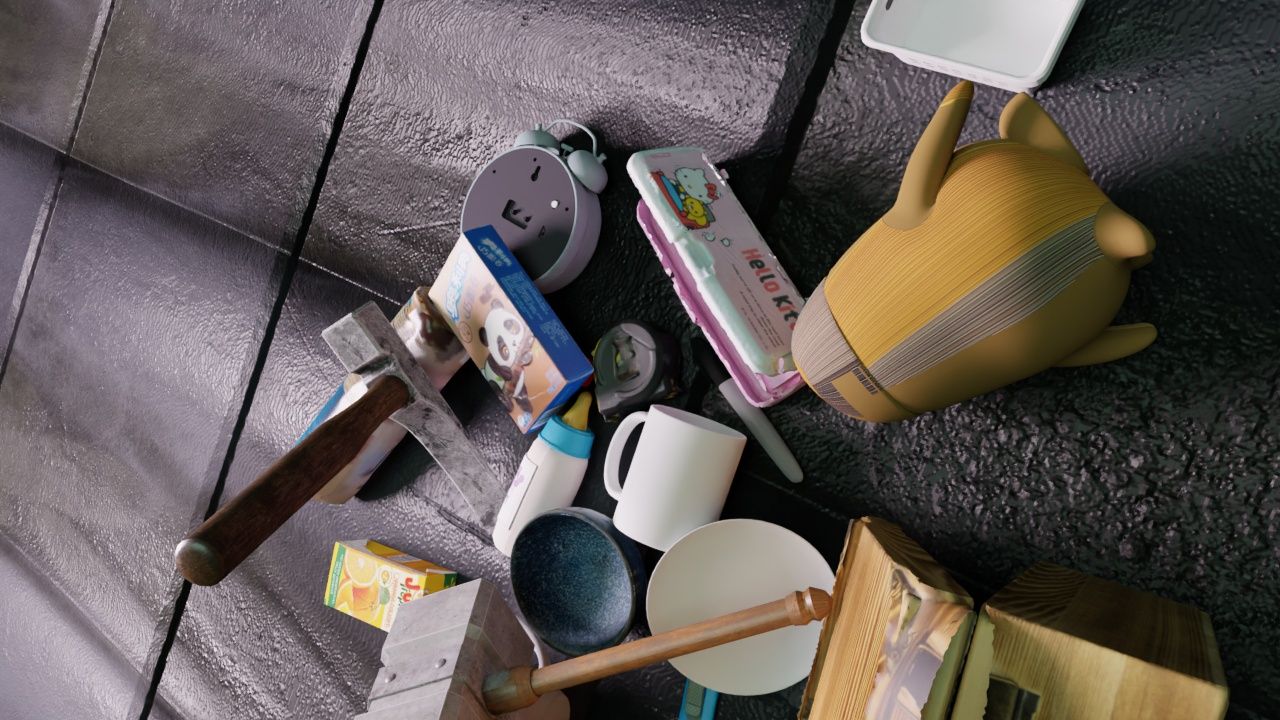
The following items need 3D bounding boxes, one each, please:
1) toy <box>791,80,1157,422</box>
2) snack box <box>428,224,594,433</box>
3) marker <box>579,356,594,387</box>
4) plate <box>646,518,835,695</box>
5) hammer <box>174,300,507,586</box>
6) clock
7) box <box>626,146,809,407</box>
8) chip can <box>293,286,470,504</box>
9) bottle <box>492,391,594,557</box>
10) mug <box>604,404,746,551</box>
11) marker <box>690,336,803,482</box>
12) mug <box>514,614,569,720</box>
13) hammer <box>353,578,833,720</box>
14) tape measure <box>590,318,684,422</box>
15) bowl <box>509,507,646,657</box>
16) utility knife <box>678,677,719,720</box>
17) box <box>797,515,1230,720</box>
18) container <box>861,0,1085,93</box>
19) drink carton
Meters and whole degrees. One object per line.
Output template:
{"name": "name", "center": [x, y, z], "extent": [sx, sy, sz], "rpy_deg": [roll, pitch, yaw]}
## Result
{"name": "toy", "center": [0.188, -0.044, 0.565], "extent": [0.204, 0.162, 0.198], "rpy_deg": [-38, 107, 24]}
{"name": "snack box", "center": [-0.108, -0.025, 0.747], "extent": [0.151, 0.034, 0.087], "rpy_deg": [54, 136, 11]}
{"name": "marker", "center": [-0.095, -0.023, 0.788], "extent": [0.145, 0.021, 0.023], "rpy_deg": [34, 71, 29]}
{"name": "plate", "center": [0.072, 0.172, 0.642], "extent": [0.134, 0.011, 0.135], "rpy_deg": [1, 104, 6]}
{"name": "hammer", "center": [-0.199, 0.094, 0.647], "extent": [0.037, 0.299, 0.218], "rpy_deg": [-29, 102, 18]}
{"name": "clock", "center": [-0.088, -0.129, 0.782], "extent": [0.122, 0.045, 0.159], "rpy_deg": [32, 99, 29]}
{"name": "box", "center": [0.056, -0.068, 0.661], "extent": [0.088, 0.095, 0.202], "rpy_deg": [-37, 67, 19]}
{"name": "chip can", "center": [-0.238, 0.040, 0.834], "extent": [0.230, 0.079, 0.080], "rpy_deg": [-48, 64, 18]}
{"name": "bottle", "center": [-0.072, 0.091, 0.743], "extent": [0.051, 0.051, 0.146], "rpy_deg": [29, 99, 30]}
{"name": "mug", "center": [0.016, 0.082, 0.684], "extent": [0.111, 0.073, 0.090], "rpy_deg": [22, 96, 43]}
{"name": "marker", "center": [0.077, 0.036, 0.685], "extent": [0.138, 0.016, 0.022], "rpy_deg": [55, 142, 23]}
{"name": "mug", "center": [-0.102, 0.259, 0.732], "extent": [0.089, 0.071, 0.107], "rpy_deg": [6, 81, 27]}
{"name": "hammer", "center": [-0.028, 0.199, 0.600], "extent": [0.318, 0.162, 0.083], "rpy_deg": [-20, 115, 14]}
{"name": "tape measure", "center": [-0.004, 0.004, 0.720], "extent": [0.072, 0.042, 0.072], "rpy_deg": [-24, 70, 29]}
{"name": "bowl", "center": [-0.038, 0.163, 0.705], "extent": [0.114, 0.060, 0.114], "rpy_deg": [5, 100, 32]}
{"name": "utility knife", "center": [0.046, 0.228, 0.679], "extent": [0.031, 0.015, 0.173], "rpy_deg": [10, 88, 26]}
{"name": "box", "center": [0.149, 0.242, 0.475], "extent": [0.216, 0.257, 0.279], "rpy_deg": [17, 92, 29]}
{"name": "container", "center": [0.223, -0.226, 0.607], "extent": [0.129, 0.049, 0.081], "rpy_deg": [28, 98, 30]}
{"name": "drink carton", "center": [-0.223, 0.206, 0.825], "extent": [0.123, 0.041, 0.058], "rpy_deg": [11, 90, 30]}
